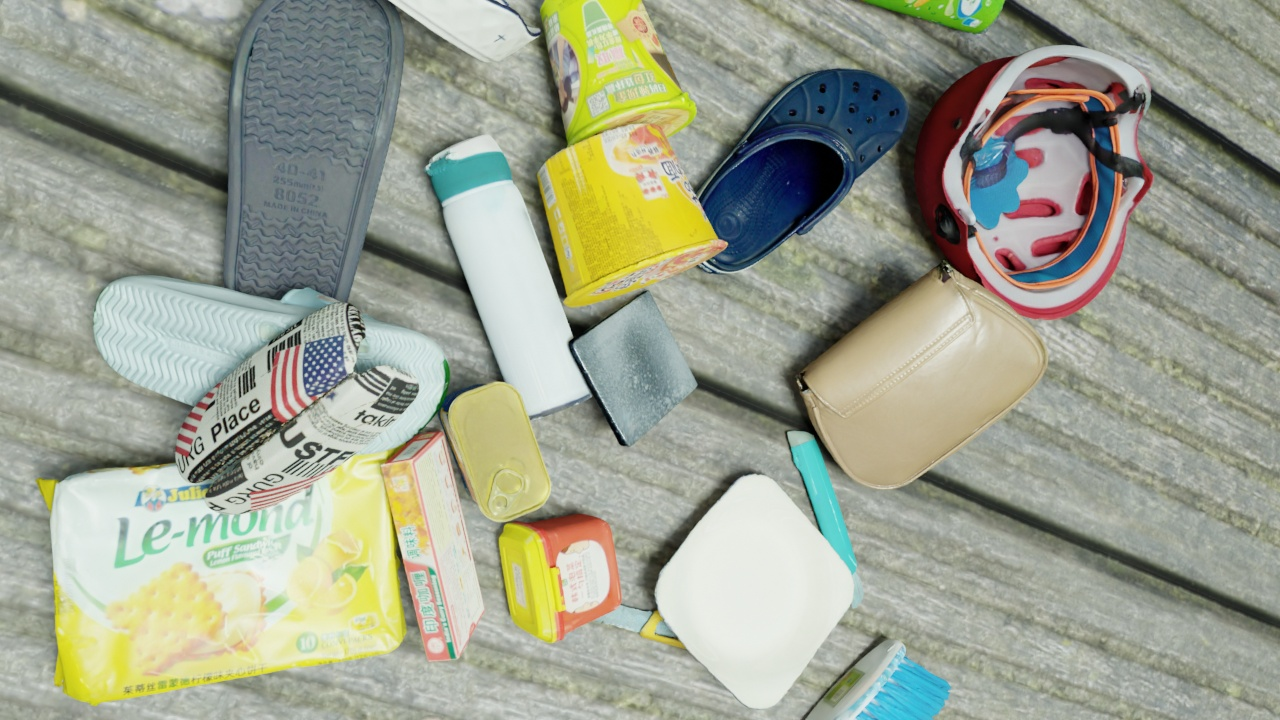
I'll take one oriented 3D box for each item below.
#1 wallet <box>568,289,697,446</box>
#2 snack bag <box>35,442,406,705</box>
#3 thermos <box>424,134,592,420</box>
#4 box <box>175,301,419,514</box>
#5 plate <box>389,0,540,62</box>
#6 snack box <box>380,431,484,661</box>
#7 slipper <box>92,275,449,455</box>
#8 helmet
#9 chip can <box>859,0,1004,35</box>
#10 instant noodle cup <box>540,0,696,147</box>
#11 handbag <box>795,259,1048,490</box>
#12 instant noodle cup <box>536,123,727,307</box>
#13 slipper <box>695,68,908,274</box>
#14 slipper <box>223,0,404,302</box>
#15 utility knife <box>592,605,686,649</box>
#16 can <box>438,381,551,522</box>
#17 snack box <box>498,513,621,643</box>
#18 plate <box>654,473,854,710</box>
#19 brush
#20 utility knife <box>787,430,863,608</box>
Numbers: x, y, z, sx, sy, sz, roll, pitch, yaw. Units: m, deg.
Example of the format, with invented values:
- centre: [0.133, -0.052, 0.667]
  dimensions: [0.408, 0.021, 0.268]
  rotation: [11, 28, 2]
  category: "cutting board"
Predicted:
- centre: [-0.005, 0.004, 0.764]
  dimensions: [0.120, 0.019, 0.097]
  rotation: [-39, 103, -49]
  category: "wallet"
- centre: [-0.290, 0.146, 0.663]
  dimensions: [0.246, 0.068, 0.158]
  rotation: [-4, 92, -20]
  category: "snack bag"
- centre: [-0.104, -0.067, 0.733]
  dimensions: [0.073, 0.073, 0.224]
  rotation: [-22, 97, -19]
  category: "thermos"
- centre: [-0.229, 0.031, 0.600]
  dimensions: [0.162, 0.075, 0.086]
  rotation: [-34, 73, 14]
  category: "box"
- centre: [-0.167, -0.282, 0.650]
  dimensions: [0.205, 0.204, 0.046]
  rotation: [34, 105, -17]
  category: "plate"
- centre: [-0.155, 0.139, 0.697]
  dimensions: [0.027, 0.077, 0.156]
  rotation: [-9, 100, 7]
  category: "snack box"
- centre: [-0.257, -0.004, 0.652]
  dimensions: [0.245, 0.074, 0.104]
  rotation: [15, 112, -3]
  category: "slipper"
- centre: [0.348, -0.169, 0.857]
  dimensions: [0.206, 0.144, 0.240]
  rotation: [-16, 112, -13]
  category: "helmet"
- centre: [0.227, -0.364, 0.848]
  dimensions: [0.235, 0.072, 0.072]
  rotation: [7, 87, -20]
  category: "chip can"
- centre: [-0.026, -0.240, 0.743]
  dimensions: [0.111, 0.112, 0.123]
  rotation: [-18, 88, -19]
  category: "instant noodle cup"
- centre: [0.245, 0.013, 0.821]
  dimensions: [0.205, 0.099, 0.148]
  rotation: [-39, 110, 14]
  category: "handbag"
- centre: [-0.014, -0.116, 0.734]
  dimensions: [0.137, 0.138, 0.110]
  rotation: [-19, 87, -19]
  category: "instant noodle cup"
- centre: [0.139, -0.175, 0.806]
  dimensions: [0.252, 0.095, 0.105]
  rotation: [-42, 105, -12]
  category: "slipper"
- centre: [-0.247, -0.147, 0.681]
  dimensions: [0.110, 0.083, 0.268]
  rotation: [11, 105, -18]
  category: "slipper"
- centre: [0.048, 0.246, 0.812]
  dimensions: [0.202, 0.015, 0.033]
  rotation: [19, 81, -18]
  category: "utility knife"
- centre: [-0.117, 0.068, 0.717]
  dimensions: [0.057, 0.083, 0.102]
  rotation: [-21, 97, -18]
  category: "can"
- centre: [-0.062, 0.171, 0.741]
  dimensions: [0.080, 0.082, 0.091]
  rotation: [-10, 94, -30]
  category: "snack box"
- centre: [0.097, 0.202, 0.811]
  dimensions: [0.164, 0.034, 0.163]
  rotation: [-45, 100, -24]
  category: "plate"
- centre: [0.141, 0.369, 0.830]
  dimensions: [0.314, 0.060, 0.109]
  rotation: [-41, 97, -13]
  category: "brush"
- centre: [0.175, 0.148, 0.859]
  dimensions: [0.029, 0.013, 0.182]
  rotation: [-21, 96, -15]
  category: "utility knife"
